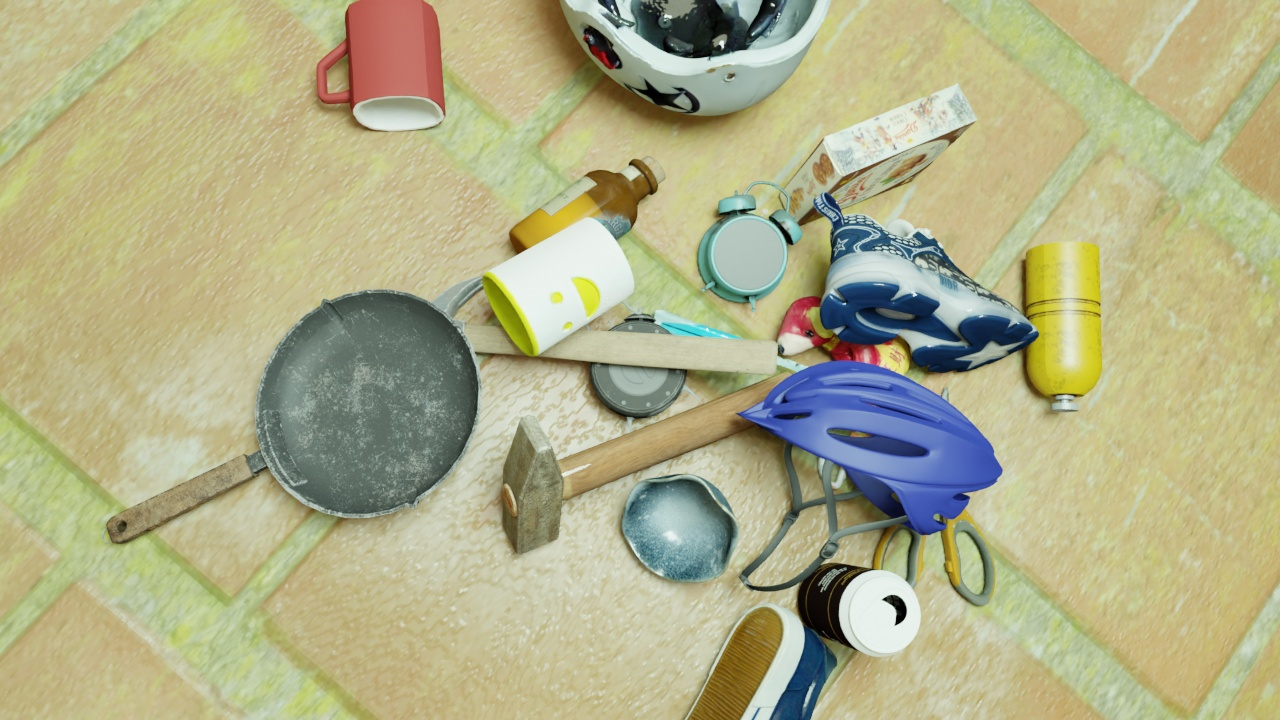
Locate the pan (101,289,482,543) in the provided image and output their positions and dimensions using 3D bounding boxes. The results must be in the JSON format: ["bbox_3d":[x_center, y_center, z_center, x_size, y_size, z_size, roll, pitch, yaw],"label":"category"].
[{"bbox_3d":[-0.303,0.073,0.806,0.357,0.040,0.207,-27,74,-1],"label":"pan"}]

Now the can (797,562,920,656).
[{"bbox_3d":[0.192,0.220,0.819,0.072,0.129,0.072,1,81,-8],"label":"can"}]

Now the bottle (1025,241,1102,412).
[{"bbox_3d":[0.427,-0.031,0.923,0.071,0.071,0.163,5,81,-8],"label":"bottle"}]

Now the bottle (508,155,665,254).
[{"bbox_3d":[-0.044,-0.140,0.871,0.156,0.068,0.068,-38,88,-12],"label":"bottle"}]

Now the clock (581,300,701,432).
[{"bbox_3d":[-0.005,0.005,0.866,0.091,0.044,0.122,-30,81,-7],"label":"clock"}]

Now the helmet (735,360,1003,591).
[{"bbox_3d":[0.188,0.117,0.816,0.241,0.148,0.227,23,90,-6],"label":"helmet"}]

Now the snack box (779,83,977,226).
[{"bbox_3d":[0.222,-0.192,0.880,0.147,0.143,0.041,-23,83,-11],"label":"snack box"}]

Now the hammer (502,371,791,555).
[{"bbox_3d":[0.020,0.068,0.829,0.300,0.158,0.037,-19,55,-23],"label":"hammer"}]

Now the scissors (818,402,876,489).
[{"bbox_3d":[0.208,0.069,0.906,0.084,0.012,0.133,1,77,-6],"label":"scissors"}]

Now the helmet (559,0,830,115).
[{"bbox_3d":[0.039,-0.344,0.868,0.264,0.164,0.236,26,74,3],"label":"helmet"}]

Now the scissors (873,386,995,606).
[{"bbox_3d":[0.277,0.137,0.902,0.166,0.016,0.225,-11,83,-10],"label":"scissors"}]

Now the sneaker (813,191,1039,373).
[{"bbox_3d":[0.271,-0.075,0.874,0.269,0.103,0.132,14,55,-32],"label":"sneaker"}]

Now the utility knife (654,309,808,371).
[{"bbox_3d":[0.088,-0.018,0.881,0.158,0.015,0.022,17,119,8],"label":"utility knife"}]

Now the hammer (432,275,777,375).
[{"bbox_3d":[-0.043,-0.013,0.831,0.331,0.031,0.119,3,77,9],"label":"hammer"}]

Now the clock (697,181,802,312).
[{"bbox_3d":[0.108,-0.115,0.894,0.090,0.053,0.124,21,90,-4],"label":"clock"}]

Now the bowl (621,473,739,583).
[{"bbox_3d":[0.042,0.144,0.837,0.110,0.055,0.110,8,111,20],"label":"bowl"}]

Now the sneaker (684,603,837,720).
[{"bbox_3d":[0.097,0.373,0.807,0.127,0.121,0.294,37,74,-25],"label":"sneaker"}]

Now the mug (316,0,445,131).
[{"bbox_3d":[-0.245,-0.275,0.858,0.116,0.080,0.096,-5,82,-2],"label":"mug"}]

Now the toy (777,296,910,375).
[{"bbox_3d":[0.204,-0.022,0.894,0.137,0.067,0.105,25,64,-10],"label":"toy"}]

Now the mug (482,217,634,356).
[{"bbox_3d":[-0.071,-0.065,0.793,0.106,0.083,0.082,-33,87,-17],"label":"mug"}]
